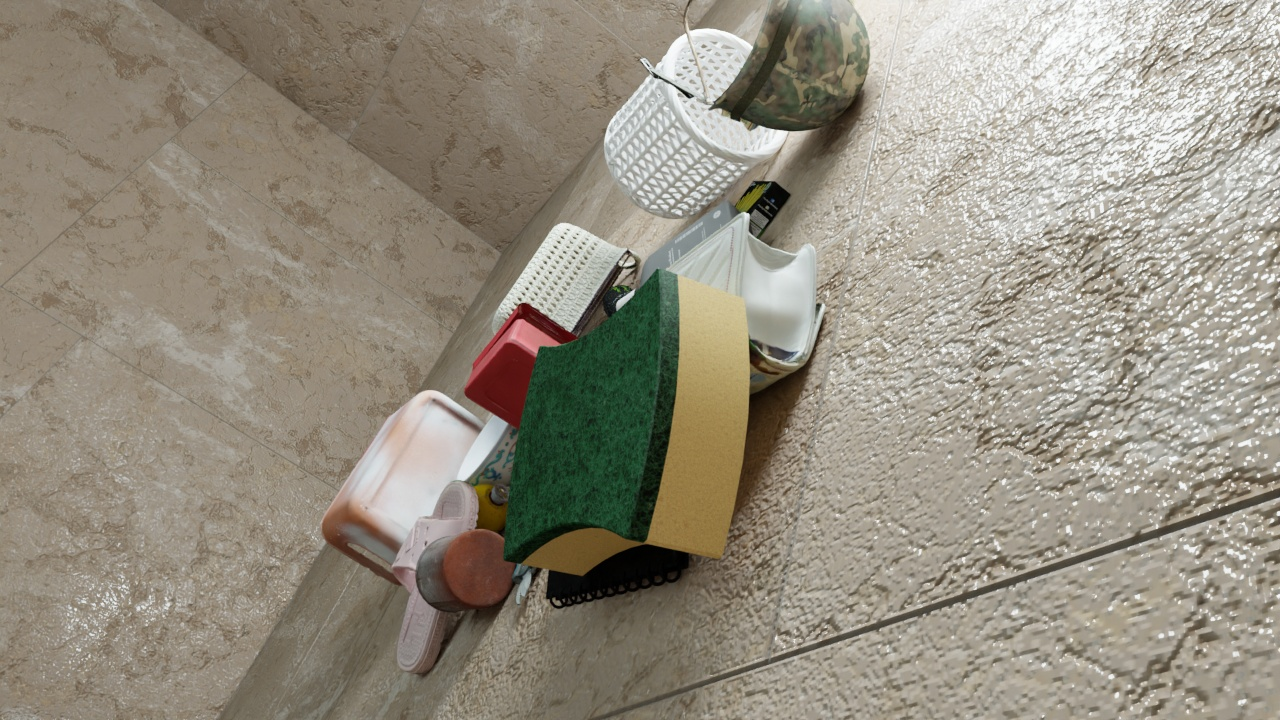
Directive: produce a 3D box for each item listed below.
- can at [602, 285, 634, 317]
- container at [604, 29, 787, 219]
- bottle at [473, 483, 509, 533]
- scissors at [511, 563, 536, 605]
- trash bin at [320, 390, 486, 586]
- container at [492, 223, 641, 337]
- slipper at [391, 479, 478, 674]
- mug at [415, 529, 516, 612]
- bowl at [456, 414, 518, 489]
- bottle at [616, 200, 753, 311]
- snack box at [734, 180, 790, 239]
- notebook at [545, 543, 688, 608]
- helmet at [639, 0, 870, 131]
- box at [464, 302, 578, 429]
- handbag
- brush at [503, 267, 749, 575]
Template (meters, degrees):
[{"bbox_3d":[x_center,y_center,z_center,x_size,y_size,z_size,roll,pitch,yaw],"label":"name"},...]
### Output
[{"bbox_3d":[-0.019,-0.070,1.248,0.054,0.054,0.137,-53,15,4],"label":"can"},{"bbox_3d":[0.072,-0.314,1.245,0.187,0.189,0.188,-32,27,57],"label":"container"},{"bbox_3d":[-0.227,0.219,1.223,0.164,0.071,0.070,-45,18,32],"label":"bottle"},{"bbox_3d":[-0.119,0.211,1.014,0.150,0.019,0.130,-60,16,-24],"label":"scissors"},{"bbox_3d":[-0.346,0.196,1.428,0.158,0.181,0.259,-32,26,51],"label":"trash bin"},{"bbox_3d":[-0.124,-0.094,1.447,0.251,0.143,0.185,-57,1,-11],"label":"container"},{"bbox_3d":[-0.268,0.262,1.135,0.094,0.064,0.239,-6,67,51],"label":"slipper"},{"bbox_3d":[-0.189,0.237,1.065,0.122,0.096,0.110,-28,6,-32],"label":"mug"},{"bbox_3d":[-0.183,0.129,1.273,0.144,0.074,0.143,-49,16,19],"label":"bowl"},{"bbox_3d":[0.047,-0.094,1.023,0.174,0.046,0.083,-33,42,29],"label":"bottle"},{"bbox_3d":[0.109,-0.143,1.075,0.147,0.025,0.080,-54,15,3],"label":"snack box"},{"bbox_3d":[-0.022,0.122,0.807,0.232,0.019,0.169,-33,48,54],"label":"notebook"},{"bbox_3d":[0.143,-0.366,1.052,0.223,0.236,0.193,-88,21,-58],"label":"helmet"},{"bbox_3d":[-0.130,0.029,1.182,0.136,0.157,0.117,-50,20,20],"label":"box"},{"bbox_3d":[0.068,-0.020,0.815,0.199,0.096,0.141,-33,43,52],"label":"handbag"},{"bbox_3d":[-0.018,0.060,0.725,0.251,0.075,0.194,-27,51,57],"label":"brush"}]
